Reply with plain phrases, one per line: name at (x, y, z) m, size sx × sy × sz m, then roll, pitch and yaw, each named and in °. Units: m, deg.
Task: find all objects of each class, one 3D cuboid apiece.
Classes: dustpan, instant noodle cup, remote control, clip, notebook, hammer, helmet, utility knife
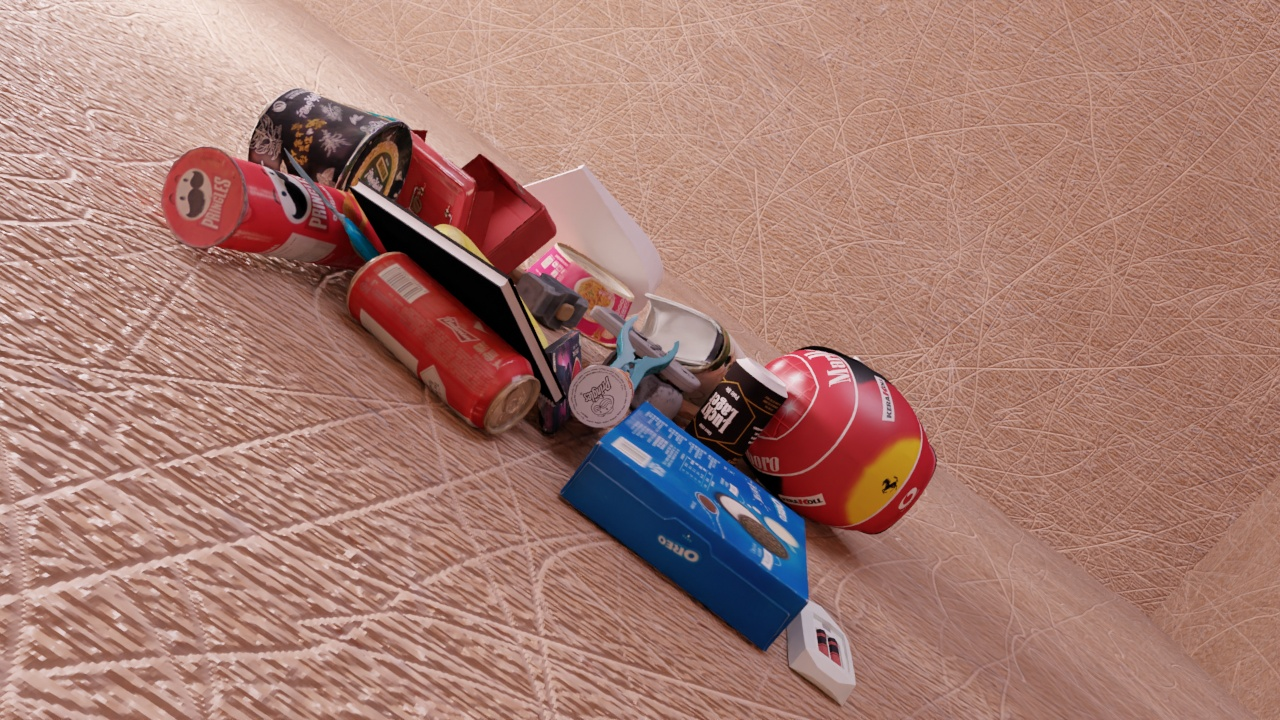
dustpan at (-0.074, -0.181, 1.397) m, size 0.192 × 0.053 × 0.258 m, roll -7°, pitch -51°, yaw 42°
instant noodle cup at (-0.310, -0.196, 0.906) m, size 0.112 × 0.137 × 0.137 m, roll 28°, pitch 10°, yaw 5°
instant noodle cup at (-0.085, -0.101, 1.324) m, size 0.178 × 0.078 × 0.178 m, roll 34°, pitch 10°, yaw -7°
remote control at (0.146, 0.225, 0.742) m, size 0.049 × 0.024 × 0.143 m, roll 36°, pitch 10°, yaw 3°
clip at (0.009, 0.012, 1.020) m, size 0.121 × 0.031 × 0.130 m, roll 18°, pitch 55°, yaw -11°
notebook at (-0.151, -0.056, 0.758) m, size 0.207 × 0.016 × 0.149 m, roll 33°, pitch -24°, yaw 34°
hammer at (-0.211, -0.149, 1.225) m, size 0.323 × 0.051 × 0.117 m, roll 37°, pitch 8°, yaw 23°
helmet at (0.227, 0.089, 1.140) m, size 0.224 × 0.198 × 0.271 m, roll 36°, pitch 5°, yaw -26°
hammer at (0.072, 0.070, 1.168) m, size 0.328 × 0.052 × 0.098 m, roll 29°, pitch 12°, yaw -50°
remote control at (0.008, -0.015, 1.089) m, size 0.151 × 0.019 × 0.074 m, roll 39°, pitch 7°, yaw 8°
utility knife at (-0.226, -0.090, 0.765) m, size 0.031 × 0.015 × 0.225 m, roll 57°, pitch -3°, yaw 43°

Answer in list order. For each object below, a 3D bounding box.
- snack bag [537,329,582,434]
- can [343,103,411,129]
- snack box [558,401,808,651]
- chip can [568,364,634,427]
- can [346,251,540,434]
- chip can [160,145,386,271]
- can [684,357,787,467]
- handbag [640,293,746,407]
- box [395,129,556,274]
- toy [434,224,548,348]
snack bag at (-0.074, 0.016, 0.858) m, size 0.018 × 0.074 × 0.155 m, roll 0°, pitch 9°, yaw 5°
can at (-0.340, -0.258, 1.131) m, size 0.099 × 0.099 × 0.143 m, roll 35°, pitch 10°, yaw -2°
snack box at (0.049, 0.126, 0.787) m, size 0.195 × 0.056 × 0.238 m, roll 37°, pitch 9°, yaw 5°
chip can at (-0.033, 0.031, 0.860) m, size 0.052 × 0.052 × 0.214 m, roll 36°, pitch 0°, yaw 1°
can at (-0.156, -0.015, 0.721) m, size 0.170 × 0.067 × 0.067 m, roll 39°, pitch 11°, yaw 20°
chip can at (-0.279, -0.115, 0.761) m, size 0.073 × 0.073 × 0.232 m, roll 38°, pitch 10°, yaw 13°
can at (0.105, 0.064, 1.043) m, size 0.072 × 0.129 × 0.072 m, roll 35°, pitch 10°, yaw -7°
handbag at (0.074, 0.000, 1.224) m, size 0.142 × 0.096 × 0.198 m, roll 23°, pitch -10°, yaw 26°
box at (-0.204, -0.183, 1.137) m, size 0.155 × 0.147 × 0.157 m, roll -7°, pitch 40°, yaw -48°
toy at (-0.146, -0.053, 0.865) m, size 0.170 × 0.064 × 0.155 m, roll 53°, pitch -14°, yaw 1°
